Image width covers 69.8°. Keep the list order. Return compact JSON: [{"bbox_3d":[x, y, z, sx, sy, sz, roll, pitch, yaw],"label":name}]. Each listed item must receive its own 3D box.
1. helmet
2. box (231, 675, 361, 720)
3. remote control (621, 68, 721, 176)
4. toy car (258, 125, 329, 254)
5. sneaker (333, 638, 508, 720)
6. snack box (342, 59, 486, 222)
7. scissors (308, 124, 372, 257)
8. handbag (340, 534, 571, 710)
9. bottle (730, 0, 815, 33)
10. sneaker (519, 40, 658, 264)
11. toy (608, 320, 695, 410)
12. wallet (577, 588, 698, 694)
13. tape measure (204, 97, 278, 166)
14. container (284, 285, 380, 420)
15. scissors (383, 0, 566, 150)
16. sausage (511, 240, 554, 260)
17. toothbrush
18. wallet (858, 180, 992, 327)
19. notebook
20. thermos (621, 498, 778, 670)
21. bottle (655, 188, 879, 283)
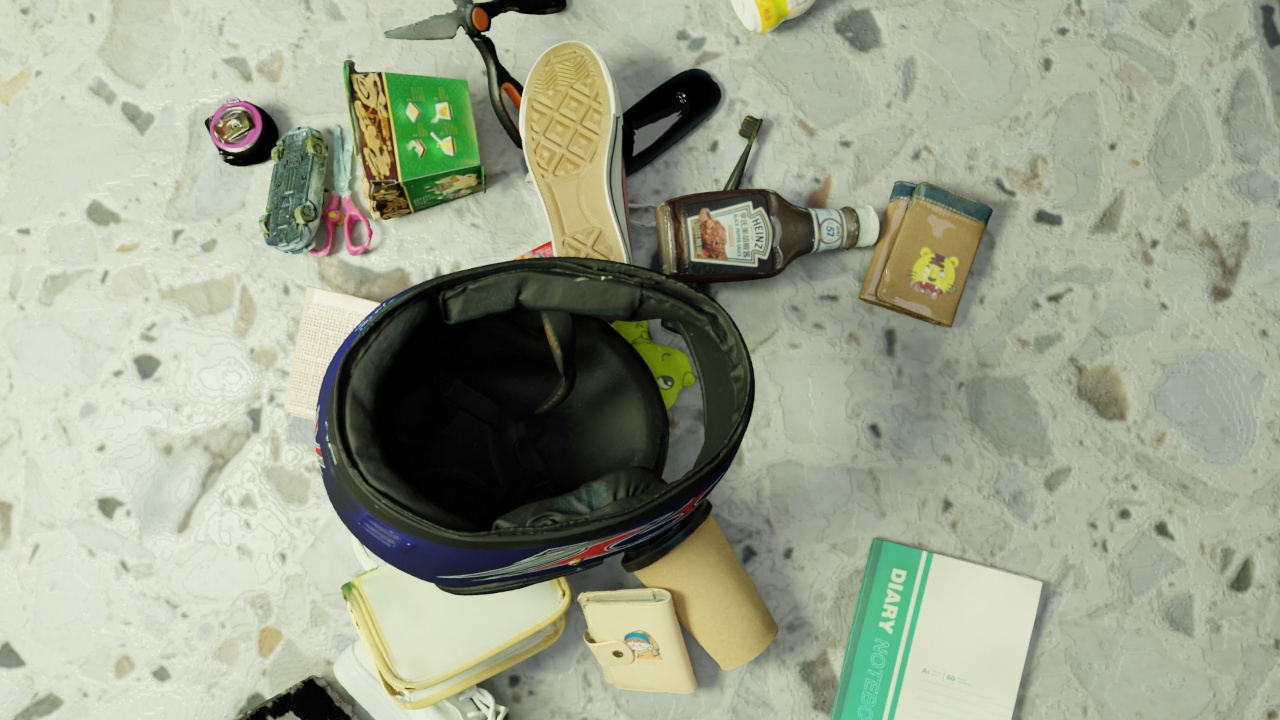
[{"bbox_3d":[-0.083,0.049,0.714,0.315,0.241,0.247,-7,78,-6],"label":"helmet"},{"bbox_3d":[-0.245,0.399,0.728,0.110,0.179,0.259,-44,83,-1],"label":"box"},{"bbox_3d":[0.015,-0.221,0.847,0.136,0.024,0.053,-39,84,-1],"label":"remote control"},{"bbox_3d":[-0.315,-0.157,0.846,0.054,0.036,0.120,-7,73,26],"label":"toy car"},{"bbox_3d":[-0.150,0.314,0.781,0.090,0.089,0.242,-43,78,-6],"label":"sneaker"},{"bbox_3d":[-0.198,-0.196,0.819,0.105,0.118,0.117,-9,85,-11],"label":"snack box"},{"bbox_3d":[-0.272,-0.161,0.859,0.073,0.017,0.137,7,82,13],"label":"scissors"},{"bbox_3d":[-0.165,0.187,0.780,0.163,0.063,0.178,-21,56,-28],"label":"handbag"},{"bbox_3d":[0.137,-0.347,0.834,0.108,0.063,0.063,-31,84,-1],"label":"bottle"},{"bbox_3d":[-0.046,-0.156,0.812,0.118,0.088,0.241,-10,85,9],"label":"sneaker"},{"bbox_3d":[-0.005,0.005,0.825,0.097,0.031,0.100,-18,81,5],"label":"toy"},{"bbox_3d":[-0.005,0.239,0.774,0.087,0.024,0.115,-4,125,18],"label":"wallet"},{"bbox_3d":[-0.371,-0.213,0.856,0.058,0.039,0.057,-26,84,0],"label":"tape measure"},{"bbox_3d":[-0.251,0.001,0.809,0.090,0.090,0.111,13,89,4],"label":"container"},{"bbox_3d":[-0.131,-0.285,0.798,0.022,0.233,0.221,3,127,35],"label":"scissors"},{"bbox_3d":[-0.123,-0.078,0.843,0.156,0.020,0.020,-28,84,0],"label":"sausage"},{"bbox_3d":[0.068,-0.125,0.836,0.027,0.026,0.212,22,86,-4],"label":"toothbrush"},{"bbox_3d":[0.254,-0.096,0.823,0.090,0.033,0.115,19,89,3],"label":"wallet"},{"bbox_3d":[0.252,0.274,0.799,0.150,0.012,0.209,14,86,4],"label":"notebook"},{"bbox_3d":[0.051,0.187,0.782,0.093,0.093,0.143,-37,93,-1],"label":"thermos"},{"bbox_3d":[0.113,-0.112,0.807,0.194,0.044,0.080,-5,93,-10],"label":"bottle"}]
